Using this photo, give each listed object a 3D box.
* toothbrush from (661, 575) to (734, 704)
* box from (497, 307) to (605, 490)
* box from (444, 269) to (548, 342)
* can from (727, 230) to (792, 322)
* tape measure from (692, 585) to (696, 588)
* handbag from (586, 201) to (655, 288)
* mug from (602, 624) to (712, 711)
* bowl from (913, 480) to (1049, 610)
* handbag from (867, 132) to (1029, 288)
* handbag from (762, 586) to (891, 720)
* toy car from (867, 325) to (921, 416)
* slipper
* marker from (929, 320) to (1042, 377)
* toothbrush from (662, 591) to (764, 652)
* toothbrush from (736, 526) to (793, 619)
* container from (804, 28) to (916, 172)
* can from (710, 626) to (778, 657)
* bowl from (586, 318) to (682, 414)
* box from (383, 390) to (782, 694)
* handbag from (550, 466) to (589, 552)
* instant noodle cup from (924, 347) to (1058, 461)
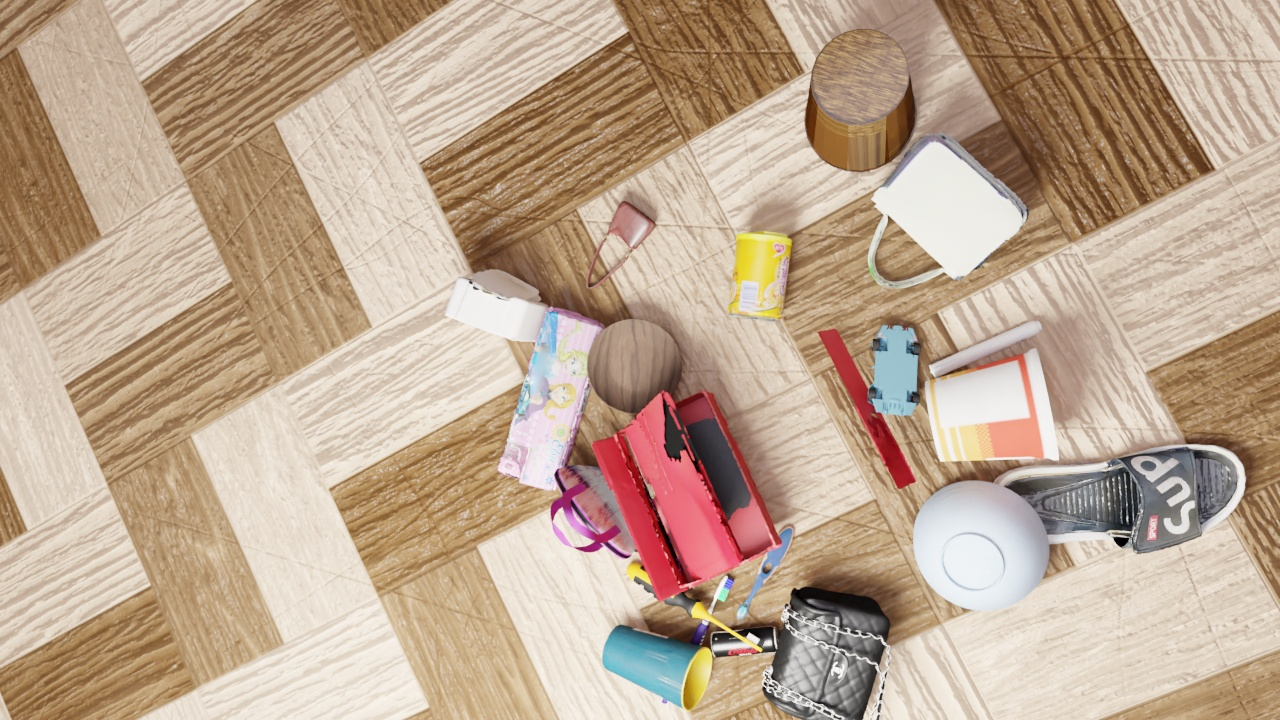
[{"bbox_3d":[0.072,0.355,1.158,0.016,0.015,0.187,27,97,12],"label":"toothbrush"},{"bbox_3d":[-0.116,0.050,1.177,0.085,0.063,0.230,18,95,12],"label":"box"},{"bbox_3d":[-0.176,-0.086,1.171,0.108,0.102,0.102,18,93,14],"label":"box"},{"bbox_3d":[0.144,-0.101,1.109,0.068,0.067,0.105,7,92,13],"label":"can"},{"bbox_3d":[0.077,0.242,1.145,0.066,0.035,0.058,-36,82,12],"label":"tape measure"},{"bbox_3d":[-0.034,-0.142,1.176,0.055,0.029,0.120,39,104,12],"label":"handbag"},{"bbox_3d":[0.018,0.373,1.134,0.121,0.078,0.078,12,93,29],"label":"mug"},{"bbox_3d":[0.378,0.218,1.033,0.151,0.074,0.150,4,100,26],"label":"bowl"},{"bbox_3d":[0.337,-0.157,1.071,0.151,0.073,0.176,46,119,11],"label":"handbag"},{"bbox_3d":[0.215,0.352,1.066,0.125,0.114,0.154,16,97,1],"label":"handbag"},{"bbox_3d":[0.300,0.014,1.091,0.060,0.027,0.107,6,77,2],"label":"toy car"},{"bbox_3d":[0.532,0.157,1.021,0.264,0.063,0.111,-6,89,16],"label":"slipper"},{"bbox_3d":[0.403,-0.014,1.070,0.134,0.020,0.017,-25,83,13],"label":"marker"},{"bbox_3d":[0.065,0.307,1.141,0.197,0.031,0.030,27,73,22],"label":"toothbrush"},{"bbox_3d":[0.153,0.264,1.136,0.021,0.017,0.135,30,98,11],"label":"toothbrush"},{"bbox_3d":[0.247,-0.294,1.030,0.132,0.167,0.132,0,90,14],"label":"container"},{"bbox_3d":[0.129,0.348,1.135,0.080,0.031,0.031,-10,88,14],"label":"can"},{"bbox_3d":[-0.007,0.007,1.160,0.119,0.032,0.119,0,93,4],"label":"bowl"},{"bbox_3d":[-0.055,0.196,1.061,0.424,0.128,0.212,-18,76,-19],"label":"box"},{"bbox_3d":[-0.062,0.190,1.110,0.068,0.169,0.144,-42,81,10],"label":"handbag"},{"bbox_3d":[0.391,0.058,1.029,0.121,0.123,0.123,-11,88,21],"label":"instant noodle cup"}]
